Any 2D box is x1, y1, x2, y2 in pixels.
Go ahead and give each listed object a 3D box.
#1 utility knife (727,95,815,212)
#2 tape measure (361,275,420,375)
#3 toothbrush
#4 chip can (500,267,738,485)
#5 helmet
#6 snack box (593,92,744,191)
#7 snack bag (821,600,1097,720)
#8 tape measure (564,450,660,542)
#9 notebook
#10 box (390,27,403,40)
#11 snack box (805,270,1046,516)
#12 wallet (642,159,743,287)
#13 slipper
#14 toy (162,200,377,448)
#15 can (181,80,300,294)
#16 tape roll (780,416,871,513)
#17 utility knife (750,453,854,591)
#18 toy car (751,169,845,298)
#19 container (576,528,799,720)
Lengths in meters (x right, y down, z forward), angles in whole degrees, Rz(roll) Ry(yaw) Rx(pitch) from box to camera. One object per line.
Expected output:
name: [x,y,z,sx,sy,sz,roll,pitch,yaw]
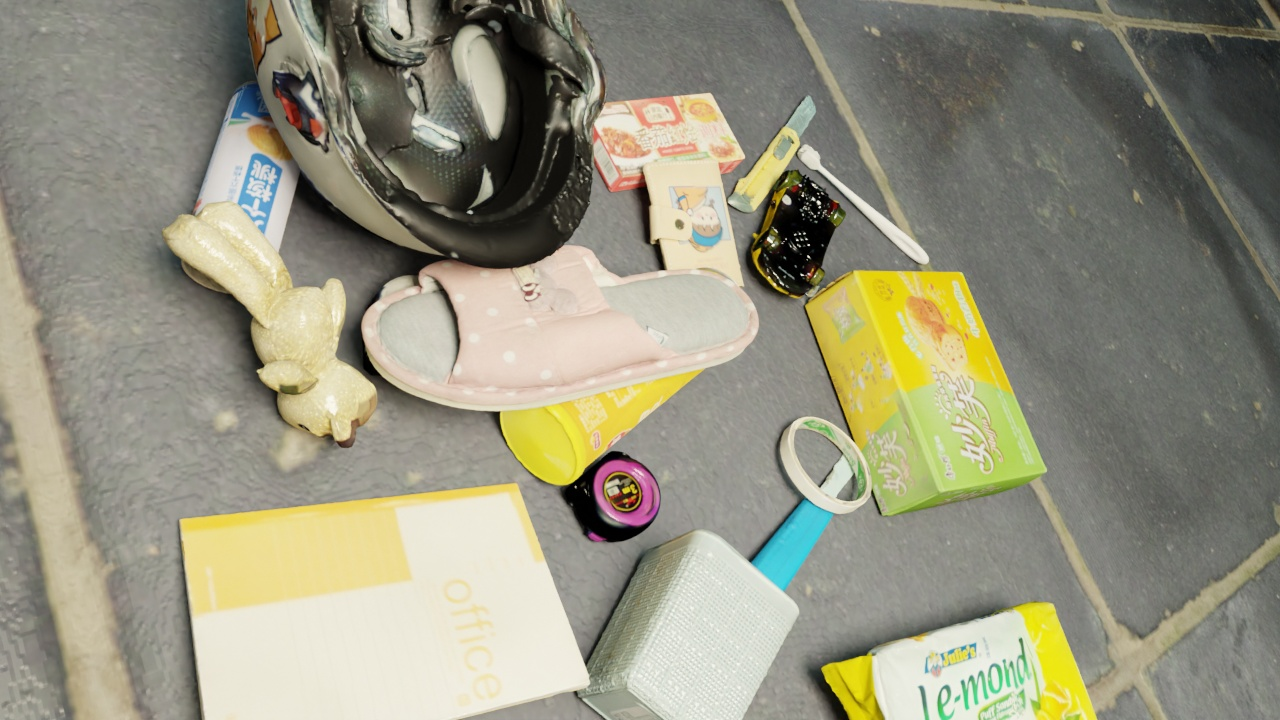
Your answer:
utility knife: [0.136,-0.207,0.912,0.031,0.022,0.215,45,46,-13]
tape measure: [-0.151,-0.022,0.612,0.065,0.034,0.066,7,65,-32]
toothbrush: [0.231,-0.159,0.945,0.180,0.016,0.016,39,45,-8]
chip can: [-0.004,0.004,0.668,0.072,0.072,0.212,52,50,1]
helmet: [-0.148,-0.190,0.580,0.229,0.157,0.274,-22,107,-48]
snack box: [0.020,-0.197,0.820,0.152,0.026,0.075,-18,77,-38]
snack bag: [0.250,0.280,0.689,0.246,0.068,0.158,-2,68,-34]
tape measure: [-0.017,0.096,0.633,0.058,0.039,0.056,47,50,3]
notebook: [-0.142,0.140,0.523,0.206,0.010,0.145,-1,50,-33]
box: [-0.167,-0.270,0.698,0.184,0.090,0.062,7,63,-27]
snack box: [0.257,0.023,0.828,0.157,0.070,0.210,-3,67,-35]
wallet: [0.043,-0.114,0.782,0.087,0.024,0.115,-7,85,-37]
slipper: [-0.040,-0.030,0.599,0.273,0.055,0.114,-6,49,-25]
toy: [-0.209,-0.020,0.527,0.105,0.066,0.157,-96,160,-61]
can: [-0.248,-0.110,0.583,0.053,0.053,0.134,17,58,-25]
tape roll: [0.153,0.085,0.753,0.085,0.014,0.085,22,44,-23]
utility knife: [0.129,0.132,0.721,0.034,0.018,0.217,48,46,3]
toy car: [0.142,-0.116,0.846,0.071,0.041,0.155,34,50,-13]
container: [0.027,0.184,0.585,0.090,0.090,0.111,41,54,-8]
